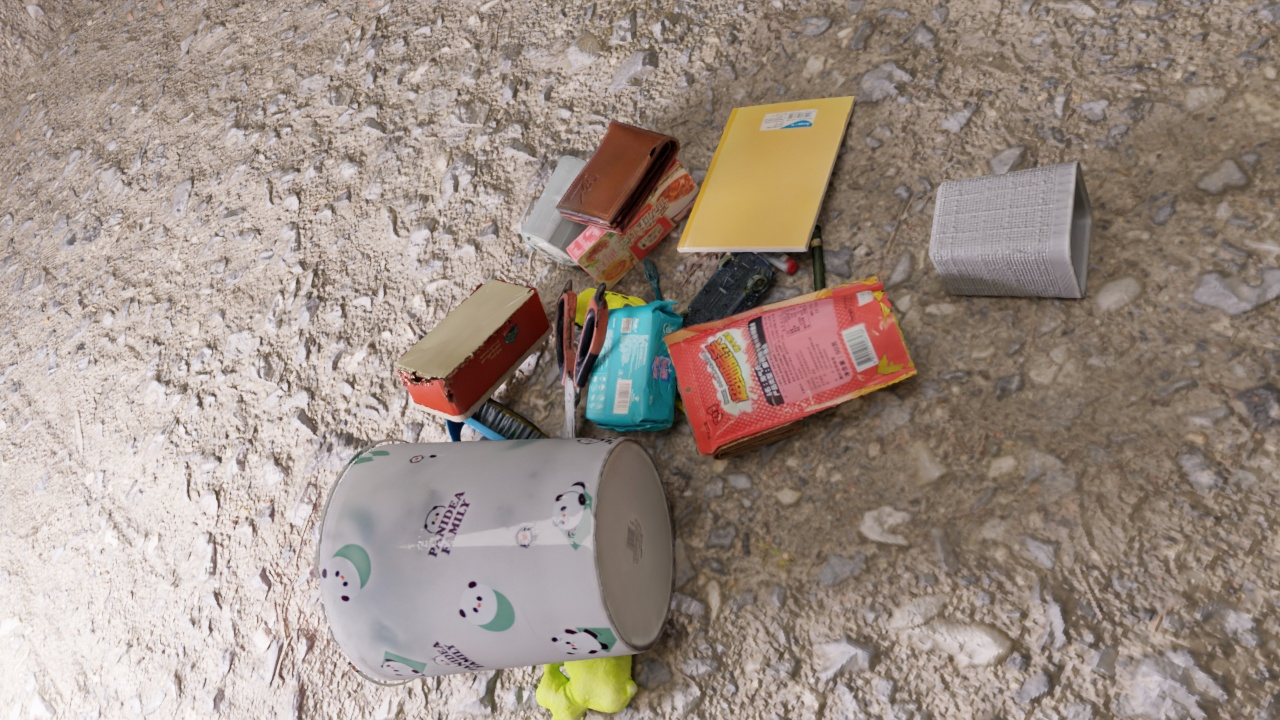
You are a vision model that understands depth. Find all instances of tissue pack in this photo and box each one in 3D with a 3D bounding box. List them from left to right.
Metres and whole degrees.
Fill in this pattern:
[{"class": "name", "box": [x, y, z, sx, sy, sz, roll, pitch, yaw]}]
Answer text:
[{"class": "tissue pack", "box": [-0.005, 0.005, 0.915, 0.093, 0.050, 0.133, 0, 82, 50]}]

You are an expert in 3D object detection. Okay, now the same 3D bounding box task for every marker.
[{"class": "marker", "box": [0.109, -0.128, 0.962, 0.017, 0.017, 0.145, -50, 53, 0]}]

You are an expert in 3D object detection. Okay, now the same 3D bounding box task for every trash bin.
[{"class": "trash bin", "box": [-0.116, 0.172, 0.830, 0.252, 0.229, 0.229, -8, 63, 20]}]

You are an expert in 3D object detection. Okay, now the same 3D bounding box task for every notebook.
[{"class": "notebook", "box": [0.133, -0.196, 0.963, 0.146, 0.010, 0.205, 3, 59, 32]}]

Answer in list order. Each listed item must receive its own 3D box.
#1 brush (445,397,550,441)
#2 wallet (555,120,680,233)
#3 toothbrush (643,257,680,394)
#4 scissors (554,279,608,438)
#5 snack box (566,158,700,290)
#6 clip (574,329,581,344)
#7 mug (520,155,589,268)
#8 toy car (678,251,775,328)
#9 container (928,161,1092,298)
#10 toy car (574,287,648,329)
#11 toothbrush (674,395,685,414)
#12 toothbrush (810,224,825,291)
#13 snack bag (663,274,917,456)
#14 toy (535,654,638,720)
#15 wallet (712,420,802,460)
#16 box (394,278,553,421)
[{"class": "brush", "box": [-0.162, 0.083, 0.993, 0.144, 0.055, 0.073, 27, 80, 36]}, {"class": "wallet", "box": [-0.027, -0.196, 0.972, 0.101, 0.032, 0.124, 24, 78, 44]}, {"class": "toothbrush", "box": [0.027, -0.038, 0.958, 0.016, 0.018, 0.191, -18, 53, 5]}, {"class": "scissors", "box": [-0.068, 0.015, 0.946, 0.227, 0.015, 0.189, -69, 29, 28]}, {"class": "snack box", "box": [-0.004, -0.150, 1.002, 0.153, 0.075, 0.025, -43, 54, 5]}, {"class": "clip", "box": [-0.066, -0.025, 1.010, 0.058, 0.025, 0.036, 22, 86, 31]}, {"class": "mug", "box": [-0.087, -0.171, 1.068, 0.103, 0.083, 0.124, -62, 27, -7]}, {"class": "toy car", "box": [0.084, -0.058, 0.928, 0.120, 0.037, 0.054, -49, 50, 1]}, {"class": "container", "box": [0.316, -0.107, 0.786, 0.114, 0.090, 0.090, 1, 67, 34]}, {"class": "toy car", "box": [-0.036, -0.053, 1.001, 0.105, 0.032, 0.048, 15, 76, 36]}, {"class": "toothbrush", "box": [0.030, 0.030, 0.931, 0.016, 0.015, 0.190, -46, 52, -3]}, {"class": "toothbrush", "box": [0.178, -0.053, 0.887, 0.017, 0.012, 0.185, -9, 62, 20]}, {"class": "snack bag", "box": [0.132, -0.001, 0.830, 0.208, 0.073, 0.128, -20, 62, 10]}, {"class": "toy", "box": [-0.050, 0.292, 0.840, 0.100, 0.031, 0.097, -52, 51, -1]}, {"class": "wallet", "box": [0.095, 0.030, 0.874, 0.090, 0.033, 0.115, -19, 58, 4]}, {"class": "box", "box": [-0.183, -0.022, 1.003, 0.091, 0.078, 0.167, 14, 48, 34]}]
